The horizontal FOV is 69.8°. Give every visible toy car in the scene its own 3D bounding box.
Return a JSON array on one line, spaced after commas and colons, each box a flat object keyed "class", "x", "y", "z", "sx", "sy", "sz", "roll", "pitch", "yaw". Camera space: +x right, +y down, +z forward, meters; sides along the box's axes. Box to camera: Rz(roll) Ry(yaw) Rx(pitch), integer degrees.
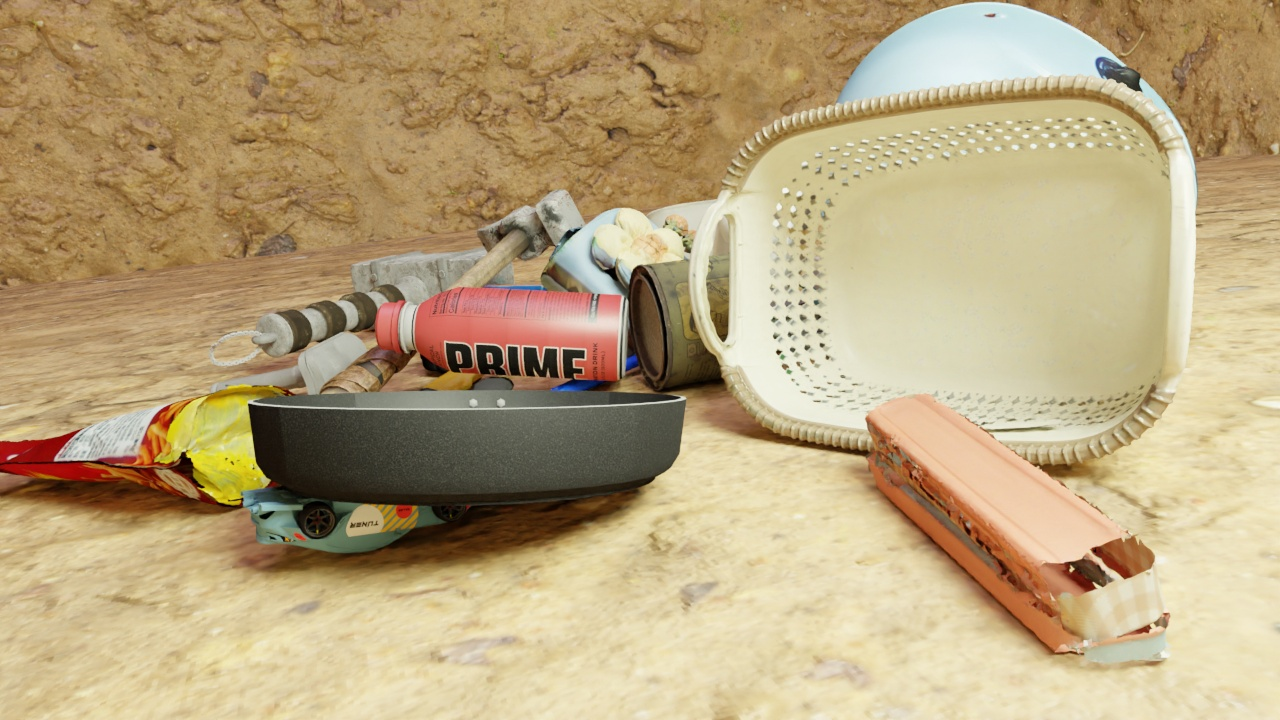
[{"class": "toy car", "x": -0.127, "y": 0.073, "z": 0.430, "sx": 0.107, "sy": 0.027, "sz": 0.060, "roll": 0, "pitch": 2, "yaw": -35}]

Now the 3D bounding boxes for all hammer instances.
[{"class": "hammer", "x": -0.159, "y": -0.049, "z": 0.763, "sx": 0.122, "sy": 0.049, "sz": 0.317, "roll": -14, "pitch": 25, "yaw": 34}, {"class": "hammer", "x": -0.277, "y": -0.050, "z": 0.919, "sx": 0.177, "sy": 0.079, "sz": 0.325, "roll": 0, "pitch": 15, "yaw": 26}]

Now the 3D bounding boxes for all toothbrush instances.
[{"class": "toothbrush", "x": -0.004, "y": 0.004, "z": 0.711, "sx": 0.016, "sy": 0.018, "sz": 0.182, "roll": 5, "pitch": 20, "yaw": 43}]

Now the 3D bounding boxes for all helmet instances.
[{"class": "helmet", "x": 0.242, "y": -0.107, "z": 0.643, "sx": 0.265, "sy": 0.226, "sz": 0.166, "roll": 33, "pitch": 47, "yaw": 6}]

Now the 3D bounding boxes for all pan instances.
[{"class": "pan", "x": -0.088, "y": 0.035, "z": 0.520, "sx": 0.204, "sy": 0.044, "sz": 0.356, "roll": 0, "pitch": 0, "yaw": -6}]

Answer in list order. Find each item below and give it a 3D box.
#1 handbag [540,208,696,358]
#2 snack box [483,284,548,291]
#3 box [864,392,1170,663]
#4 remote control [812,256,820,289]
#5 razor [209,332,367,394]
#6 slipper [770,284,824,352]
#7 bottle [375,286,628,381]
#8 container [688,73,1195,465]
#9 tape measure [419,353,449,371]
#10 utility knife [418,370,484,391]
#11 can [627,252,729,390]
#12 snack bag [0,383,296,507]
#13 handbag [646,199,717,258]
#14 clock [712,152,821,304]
[{"class": "handbag", "x": -0.001, "y": -0.078, "z": 0.807, "sx": 0.119, "sy": 0.122, "sz": 0.191, "roll": -49, "pitch": -5, "yaw": 20}, {"class": "snack box", "x": -0.082, "y": -0.057, "z": 0.901, "sx": 0.087, "sy": 0.034, "sz": 0.151, "roll": 3, "pitch": 5, "yaw": 33}, {"class": "box", "x": 0.135, "y": 0.052, "z": 0.360, "sx": 0.059, "sy": 0.056, "sz": 0.186, "roll": 24, "pitch": 9, "yaw": -13}, {"class": "remote control", "x": 0.180, "y": -0.061, "z": 0.821, "sx": 0.011, "sy": 0.050, "sz": 0.135, "roll": -7, "pitch": 13, "yaw": -5}, {"class": "razor", "x": -0.287, "y": 0.016, "z": 0.732, "sx": 0.116, "sy": 0.047, "sz": 0.088, "roll": -12, "pitch": 12, "yaw": 8}, {"class": "slipper", "x": 0.123, "y": -0.055, "z": 0.824, "sx": 0.098, "sy": 0.055, "sz": 0.269, "roll": -7, "pitch": 14, "yaw": -14}, {"class": "bottle", "x": -0.098, "y": -0.020, "z": 0.655, "sx": 0.176, "sy": 0.062, "sz": 0.062, "roll": 3, "pitch": 13, "yaw": 2}, {"class": "container", "x": 0.166, "y": -0.046, "z": 0.497, "sx": 0.247, "sy": 0.184, "sz": 0.142, "roll": 4, "pitch": 7, "yaw": 38}, {"class": "tape measure", "x": -0.157, "y": -0.010, "z": 0.785, "sx": 0.061, "sy": 0.034, "sz": 0.061, "roll": -6, "pitch": 10, "yaw": -18}, {"class": "utility knife", "x": -0.119, "y": -0.001, "z": 0.734, "sx": 0.030, "sy": 0.017, "sz": 0.150, "roll": 16, "pitch": 36, "yaw": 28}, {"class": "can", "x": 0.037, "y": -0.028, "z": 0.655, "sx": 0.074, "sy": 0.090, "sz": 0.090, "roll": -9, "pitch": 13, "yaw": -16}, {"class": "snack bag", "x": -0.298, "y": 0.044, "z": 0.563, "sx": 0.208, "sy": 0.066, "sz": 0.138, "roll": 0, "pitch": 9, "yaw": 31}, {"class": "handbag", "x": 0.090, "y": -0.116, "z": 1.068, "sx": 0.200, "sy": 0.093, "sz": 0.199, "roll": -7, "pitch": -7, "yaw": -2}, {"class": "clock", "x": 0.098, "y": -0.114, "z": 0.744, "sx": 0.073, "sy": 0.126, "sz": 0.160, "roll": 19, "pitch": 41, "yaw": 17}]
